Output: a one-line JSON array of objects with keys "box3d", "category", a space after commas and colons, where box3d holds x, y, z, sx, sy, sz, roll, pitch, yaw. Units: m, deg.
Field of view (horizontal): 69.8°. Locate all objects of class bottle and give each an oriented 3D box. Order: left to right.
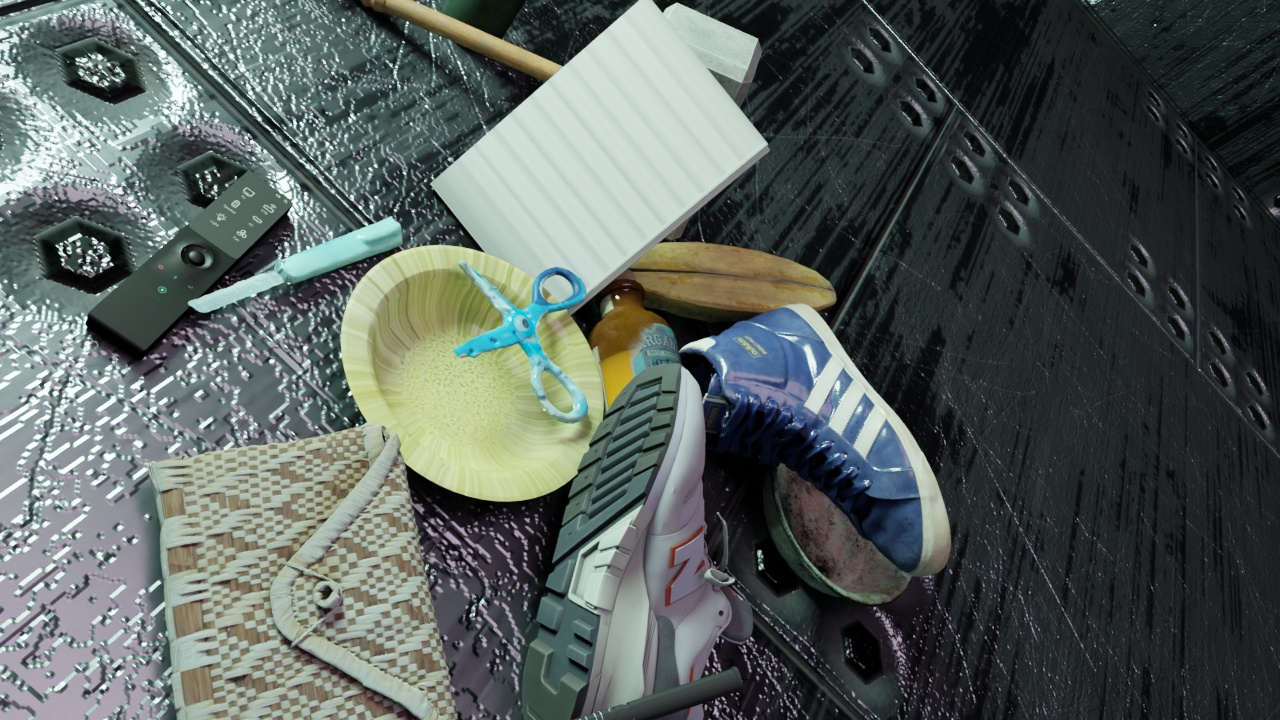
[{"box3d": [-0.101, -0.330, 0.743, 0.055, 0.175, 0.055, 21, 51, -28], "category": "bottle"}, {"box3d": [-0.004, 0.004, 0.677, 0.067, 0.068, 0.156, 8, 58, -36], "category": "bottle"}]

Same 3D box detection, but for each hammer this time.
[{"box3d": [-0.095, 0.200, 0.423, 0.324, 0.015, 0.095, -10, 79, -22], "category": "hammer"}, {"box3d": [-0.081, -0.236, 0.743, 0.317, 0.163, 0.082, 23, 40, -3], "category": "hammer"}]

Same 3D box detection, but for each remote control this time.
[{"box3d": [-0.263, -0.061, 0.547, 0.034, 0.013, 0.149, 37, 45, -14], "category": "remote control"}]

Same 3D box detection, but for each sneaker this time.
[{"box3d": [0.016, 0.130, 0.578, 0.124, 0.089, 0.239, 30, 70, -30], "category": "sneaker"}, {"box3d": [0.113, 0.062, 0.664, 0.118, 0.092, 0.233, -12, 61, -25], "category": "sneaker"}]

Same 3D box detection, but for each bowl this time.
[{"box3d": [0.155, 0.126, 0.745, 0.157, 0.039, 0.157, 21, 51, -28], "category": "bowl"}]

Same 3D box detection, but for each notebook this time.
[{"box3d": [-0.031, -0.142, 0.674, 0.142, 0.210, 0.009, 51, 8, 1], "category": "notebook"}]

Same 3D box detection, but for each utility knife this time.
[{"box3d": [-0.211, -0.062, 0.583, 0.022, 0.015, 0.165, 53, 39, 1], "category": "utility knife"}]

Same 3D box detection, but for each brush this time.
[{"box3d": [0.069, -0.062, 0.763, 0.195, 0.043, 0.059, 6, 71, -14], "category": "brush"}]

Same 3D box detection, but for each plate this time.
[{"box3d": [-0.112, 0.012, 0.605, 0.184, 0.036, 0.184, 21, 50, -28], "category": "plate"}]

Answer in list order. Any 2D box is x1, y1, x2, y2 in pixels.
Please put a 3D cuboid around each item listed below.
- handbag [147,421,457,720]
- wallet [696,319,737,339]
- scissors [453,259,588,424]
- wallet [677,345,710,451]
[{"box3d": [-0.168, 0.123, 0.458, 0.124, 0.047, 0.185, -10, 68, -21], "category": "handbag"}, {"box3d": [0.102, -0.025, 0.813, 0.119, 0.031, 0.099, 1, 60, -36], "category": "wallet"}, {"box3d": [-0.072, -0.022, 0.626, 0.134, 0.011, 0.139, 46, 43, -2], "category": "scissors"}, {"box3d": [0.058, 0.028, 0.733, 0.115, 0.018, 0.091, -16, 73, -26], "category": "wallet"}]
